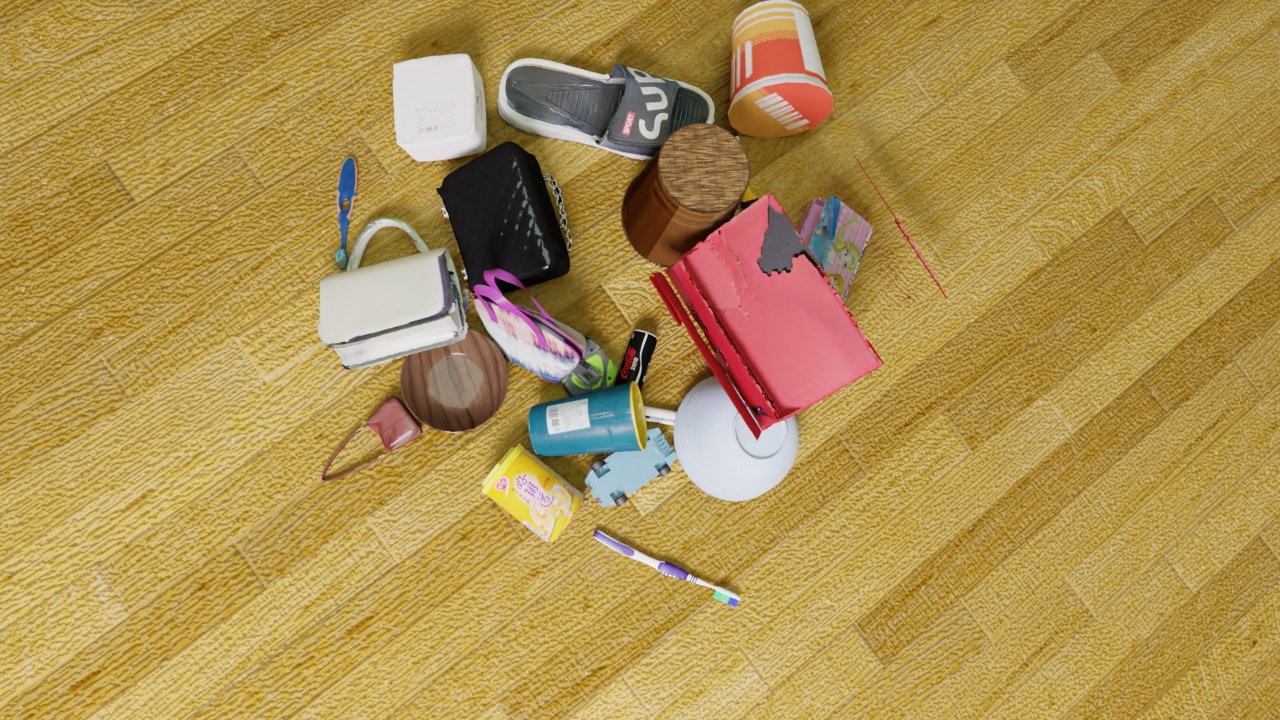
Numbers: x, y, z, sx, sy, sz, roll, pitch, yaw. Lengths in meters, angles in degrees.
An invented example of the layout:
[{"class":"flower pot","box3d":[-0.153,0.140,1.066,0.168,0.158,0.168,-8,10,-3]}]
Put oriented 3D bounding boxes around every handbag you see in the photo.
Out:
[{"class":"handbag","box3d":[-0.155,-0.155,1.060,0.125,0.114,0.153,-20,88,13]},{"class":"handbag","box3d":[-0.305,0.095,1.020,0.119,0.029,0.055,-38,87,-7]},{"class":"handbag","box3d":[-0.275,-0.084,1.024,0.151,0.074,0.175,-15,60,0]},{"class":"handbag","box3d":[-0.127,-0.046,0.984,0.144,0.170,0.068,27,76,20]}]

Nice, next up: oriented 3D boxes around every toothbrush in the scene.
[{"class":"toothbrush","box3d":[0.030,0.239,1.053,0.186,0.015,0.016,25,84,-4]},{"class":"toothbrush","box3d":[-0.340,-0.171,1.056,0.021,0.017,0.135,3,82,-7]},{"class":"toothbrush","box3d":[0.135,-0.190,1.125,0.031,0.031,0.196,-15,80,3]}]

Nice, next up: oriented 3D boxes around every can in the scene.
[{"class":"can","box3d":[-0.006,0.006,1.072,0.031,0.031,0.080,20,79,-5]},{"class":"can","box3d":[-0.118,0.148,1.017,0.105,0.068,0.067,39,78,-2]}]

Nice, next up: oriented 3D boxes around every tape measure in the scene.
[{"class":"tape measure","box3d":[-0.061,0.015,1.061,0.058,0.036,0.065,42,78,-2]}]

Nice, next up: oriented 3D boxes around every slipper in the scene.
[{"class":"slipper","box3d":[-0.039,-0.308,1.100,0.264,0.063,0.111,10,80,-4]}]

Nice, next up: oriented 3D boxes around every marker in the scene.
[{"class":"marker","box3d":[0.021,0.066,1.076,0.133,0.017,0.020,9,117,-7]}]

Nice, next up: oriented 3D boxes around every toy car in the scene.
[{"class":"toy car","box3d":[-0.013,0.124,1.056,0.107,0.027,0.060,-34,88,-14]}]

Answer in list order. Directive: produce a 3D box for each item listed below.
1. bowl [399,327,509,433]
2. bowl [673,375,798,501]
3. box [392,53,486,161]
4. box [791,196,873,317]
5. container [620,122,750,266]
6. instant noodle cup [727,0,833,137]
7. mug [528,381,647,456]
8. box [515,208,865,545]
[{"class":"bowl","box3d":[-0.209,0.023,1.039,0.119,0.032,0.119,1,82,-8]},{"class":"bowl","box3d":[0.120,0.083,1.045,0.150,0.075,0.150,4,79,-18]},{"class":"box","box3d":[-0.230,-0.285,1.080,0.102,0.102,0.108,-7,77,8]},{"class":"box","box3d":[0.208,-0.084,1.102,0.084,0.063,0.230,24,79,-4]},{"class":"container","box3d":[0.055,-0.189,1.040,0.132,0.167,0.132,1,81,-9]},{"class":"instant noodle cup","box3d":[0.164,-0.356,1.112,0.123,0.124,0.121,-1,74,-9]},{"class":"mug","box3d":[-0.059,0.070,1.024,0.121,0.078,0.078,-9,83,8]},{"class":"box","box3d":[0.061,-0.002,0.898,0.423,0.128,0.213,-30,88,-50]}]
